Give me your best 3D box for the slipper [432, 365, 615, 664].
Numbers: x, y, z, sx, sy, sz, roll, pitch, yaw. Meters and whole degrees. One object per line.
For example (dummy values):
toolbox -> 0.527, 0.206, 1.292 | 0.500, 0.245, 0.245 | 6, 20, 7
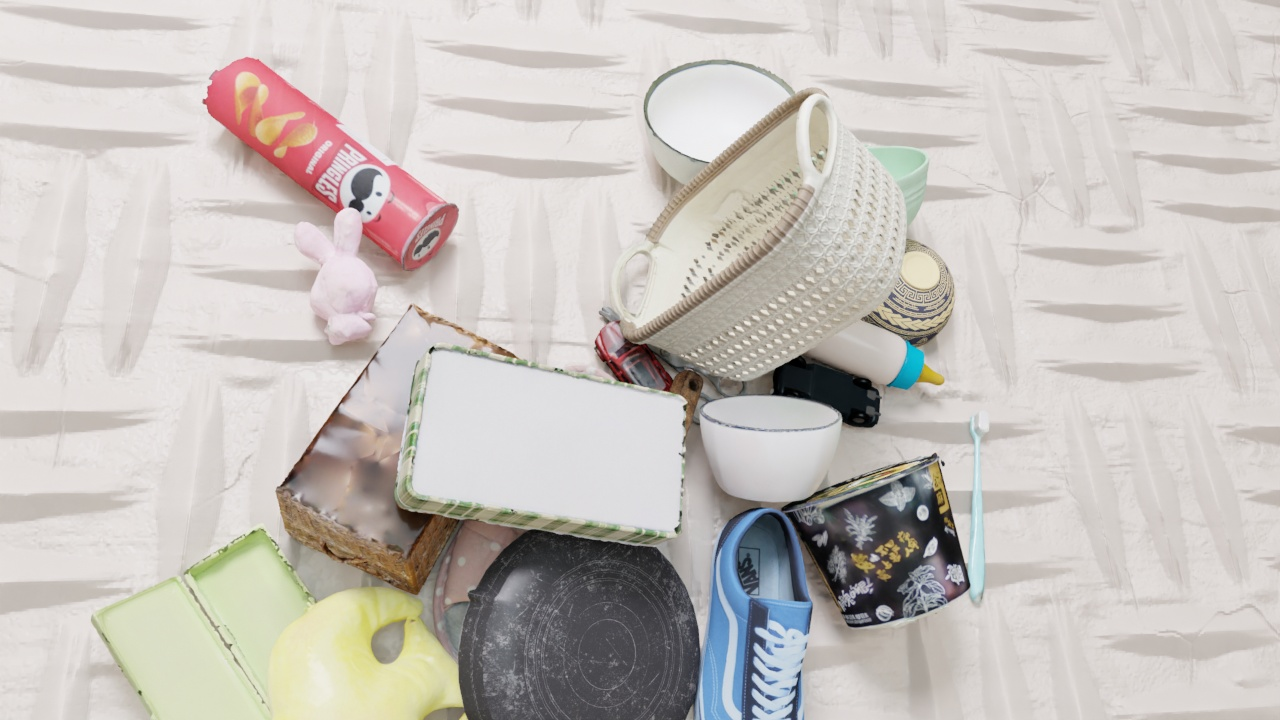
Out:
slipper -> -0.081, 0.121, 0.738 | 0.114, 0.055, 0.273 | 21, 65, -2

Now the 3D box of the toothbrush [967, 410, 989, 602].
toothbrush -> 0.309, 0.130, 0.837 | 0.016, 0.017, 0.180 | 13, 67, -7

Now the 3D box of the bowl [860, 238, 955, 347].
bowl -> 0.256, -0.073, 0.885 | 0.112, 0.061, 0.112 | 4, 67, -10

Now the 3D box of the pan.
pan -> -0.008, 0.152, 0.710 | 0.207, 0.040, 0.356 | 34, 62, -23

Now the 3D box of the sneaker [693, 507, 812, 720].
sneaker -> 0.091, 0.229, 0.704 | 0.083, 0.098, 0.240 | 5, 67, -10

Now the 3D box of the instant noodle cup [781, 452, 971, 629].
instant noodle cup -> 0.199, 0.149, 0.749 | 0.137, 0.137, 0.112 | -18, 82, -18

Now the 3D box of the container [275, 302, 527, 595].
container -> -0.178, 0.067, 0.709 | 0.114, 0.113, 0.198 | 27, 64, 0

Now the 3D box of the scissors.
scissors -> 0.039, -0.005, 0.836 | 0.094, 0.014, 0.170 | -31, 79, -13

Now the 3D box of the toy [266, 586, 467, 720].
toy -> -0.190, 0.240, 0.632 | 0.154, 0.065, 0.170 | -26, 75, -45

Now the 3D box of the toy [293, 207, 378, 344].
toy -> -0.253, -0.070, 0.775 | 0.064, 0.047, 0.110 | -11, 94, 19

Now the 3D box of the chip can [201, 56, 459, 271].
chip can -> -0.274, -0.176, 0.812 | 0.233, 0.073, 0.073 | 37, 65, 5

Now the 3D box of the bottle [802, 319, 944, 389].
bottle -> 0.215, -0.006, 0.854 | 0.146, 0.051, 0.051 | 21, 65, -2

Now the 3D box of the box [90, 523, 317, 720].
box -> -0.281, 0.225, 0.659 | 0.187, 0.044, 0.140 | 50, 46, 10

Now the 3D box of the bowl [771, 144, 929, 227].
bowl -> 0.202, -0.148, 0.878 | 0.150, 0.151, 0.077 | -24, 116, -20

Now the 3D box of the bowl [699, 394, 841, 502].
bowl -> 0.106, 0.072, 0.756 | 0.116, 0.116, 0.066 | -2, 102, -13

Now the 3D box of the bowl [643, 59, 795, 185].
bowl -> 0.078, -0.217, 0.892 | 0.153, 0.073, 0.153 | 1, 54, -2

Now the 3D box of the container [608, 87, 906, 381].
container -> 0.099, -0.092, 0.761 | 0.143, 0.247, 0.184 | 33, 51, -21

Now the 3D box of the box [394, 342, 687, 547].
box -> -0.065, 0.063, 0.658 | 0.205, 0.050, 0.117 | 12, 66, -23

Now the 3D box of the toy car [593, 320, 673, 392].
toy car -> -0.005, 0.005, 0.809 | 0.042, 0.036, 0.091 | -34, 73, -5

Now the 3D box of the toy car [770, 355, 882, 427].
toy car -> 0.169, 0.030, 0.837 | 0.112, 0.034, 0.046 | 18, 65, -16
